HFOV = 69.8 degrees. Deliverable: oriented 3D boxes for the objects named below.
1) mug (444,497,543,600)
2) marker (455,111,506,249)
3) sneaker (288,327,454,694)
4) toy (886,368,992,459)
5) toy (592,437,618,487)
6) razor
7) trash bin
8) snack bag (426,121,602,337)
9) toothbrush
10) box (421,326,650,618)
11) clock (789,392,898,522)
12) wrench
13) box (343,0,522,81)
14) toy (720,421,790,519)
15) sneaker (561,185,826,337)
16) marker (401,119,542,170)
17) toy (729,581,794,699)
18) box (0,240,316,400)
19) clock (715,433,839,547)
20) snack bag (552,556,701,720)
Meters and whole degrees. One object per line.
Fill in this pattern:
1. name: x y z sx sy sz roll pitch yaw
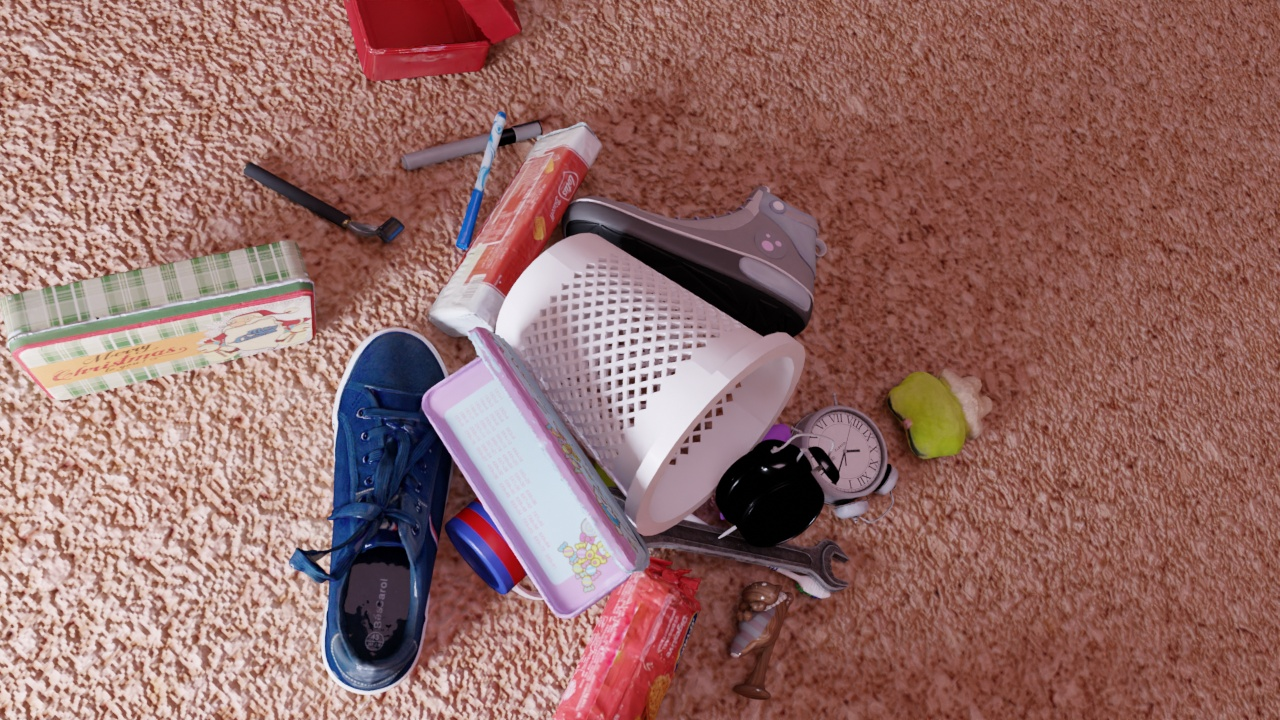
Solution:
1. mug: -0.099 0.153 0.758 0.076 0.075 0.112 -40 113 -25
2. marker: -0.149 -0.171 0.863 0.013 0.013 0.141 17 76 -12
3. sneaker: -0.199 0.102 0.709 0.120 0.127 0.294 6 69 -18
4. toy: 0.310 0.049 0.936 0.117 0.043 0.092 -21 77 -26
5. toy: -0.020 0.106 0.814 0.094 0.036 0.093 -9 70 -27
6. razor: -0.284 -0.138 0.817 0.144 0.022 0.042 24 24 -5
7. trash bin: -0.005 0.004 0.762 0.195 0.196 0.199 -39 65 -25
8. snack bag: -0.112 -0.121 0.836 0.041 0.078 0.224 45 60 -33
9. toothbrush: 0.092 0.172 0.839 0.186 0.016 0.015 29 65 -5
10. box: -0.082 0.081 0.676 0.089 0.093 0.214 -34 76 -7
11. clock: 0.198 0.100 0.886 0.094 0.035 0.122 -34 84 -24
12. wrench: 0.077 0.161 0.806 0.273 0.010 0.070 16 45 -24
13. box: -0.213 -0.360 0.868 0.165 0.151 0.157 -23 76 14
14. toy: 0.106 0.103 0.843 0.088 0.056 0.106 -11 95 -12
15. sneaker: 0.059 -0.128 0.895 0.256 0.093 0.160 24 58 -8
16. marker: -0.160 -0.207 0.881 0.140 0.016 0.016 -21 80 -23
17. toy: 0.105 0.239 0.808 0.055 0.042 0.101 46 54 -24
18. box: -0.357 -0.029 0.704 0.205 0.118 0.050 -14 73 -24
19. clock: 0.119 0.108 0.782 0.091 0.121 0.042 13 30 -34
20. snack bag: -0.009 0.241 0.748 0.082 0.082 0.176 30 66 -7
